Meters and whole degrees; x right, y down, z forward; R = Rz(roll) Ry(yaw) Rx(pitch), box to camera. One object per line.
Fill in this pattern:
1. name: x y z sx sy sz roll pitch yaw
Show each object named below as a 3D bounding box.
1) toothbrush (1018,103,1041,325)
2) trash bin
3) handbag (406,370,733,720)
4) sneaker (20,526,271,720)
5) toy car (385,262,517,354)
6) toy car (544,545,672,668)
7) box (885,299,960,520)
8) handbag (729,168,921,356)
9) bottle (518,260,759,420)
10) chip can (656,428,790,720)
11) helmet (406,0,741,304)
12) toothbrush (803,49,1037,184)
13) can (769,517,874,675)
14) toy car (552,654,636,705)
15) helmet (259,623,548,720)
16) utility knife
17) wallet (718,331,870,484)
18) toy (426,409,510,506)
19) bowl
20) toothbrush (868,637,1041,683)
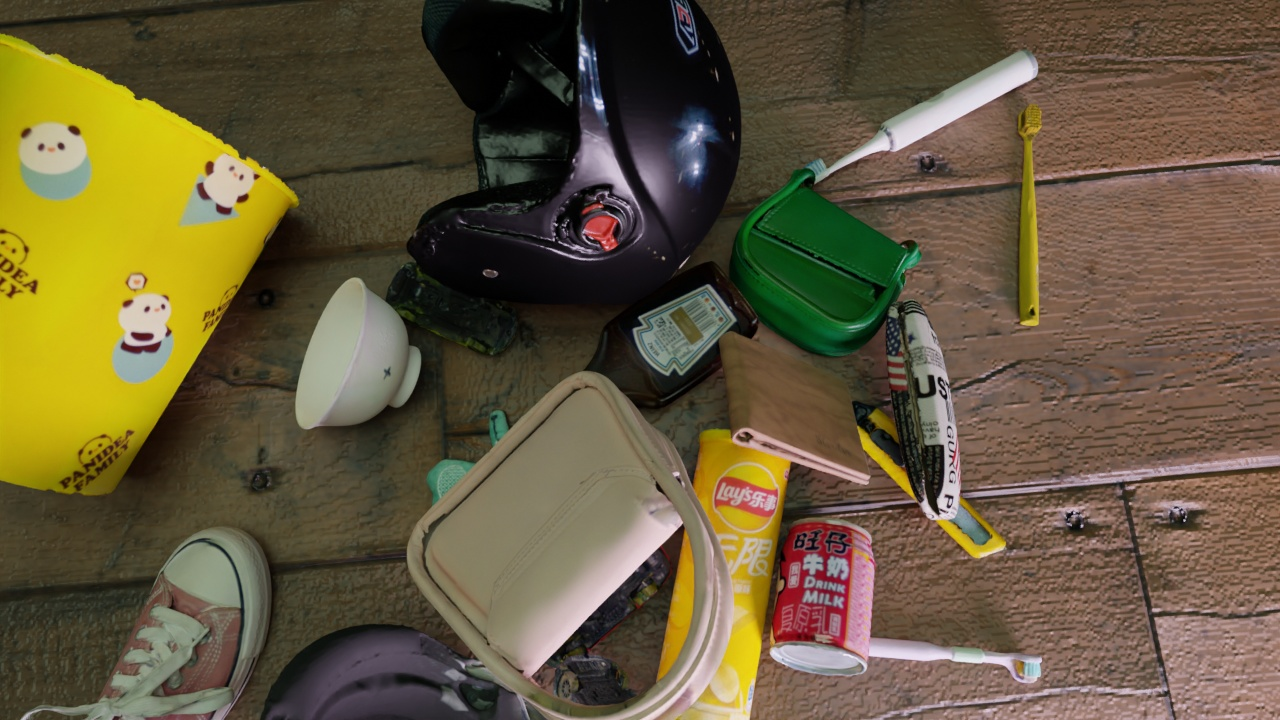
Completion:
1. toothbrush: 0.316 -0.121 0.743 0.016 0.017 0.190 6 76 3
2. trash bin: -0.407 -0.057 0.651 0.229 0.229 0.255 23 83 7
3. handbag: -0.033 0.132 0.583 0.193 0.093 0.234 -47 38 -2
4. sneaker: -0.337 0.231 0.635 0.118 0.088 0.240 19 78 7
5. toy car: -0.149 -0.039 0.729 0.105 0.032 0.048 23 77 -4
6. toy car: -0.030 0.171 0.663 0.120 0.045 0.053 -40 78 5
7. box: 0.209 0.034 0.665 0.052 0.069 0.164 -10 75 12
8. handbag: 0.142 -0.076 0.716 0.131 0.068 0.120 37 72 11
9. bottle: -0.004 0.004 0.708 0.194 0.044 0.080 -35 77 -6
10. chip can: 0.058 0.159 0.650 0.072 0.072 0.213 11 76 4
11. helmet: -0.039 -0.159 0.640 0.230 0.276 0.233 8 61 -25
12. toothbrush: 0.230 -0.198 0.762 0.221 0.027 0.026 -28 98 -5
13. can: 0.128 0.164 0.641 0.066 0.067 0.093 11 59 4
14. toy car: -0.018 0.244 0.599 0.120 0.054 0.037 50 121 45
15. helmet: -0.132 0.309 0.559 0.274 0.229 0.157 36 110 1
16. utility knife: 0.214 0.089 0.693 0.033 0.015 0.156 -43 78 -6
17. wallet: 0.111 0.034 0.664 0.115 0.020 0.101 19 39 -19
18. toy: -0.117 0.087 0.698 0.092 0.030 0.096 -14 68 -7
19. bowl: -0.207 0.003 0.695 0.064 0.118 0.118 21 73 -34
20. toothbrush: 0.189 0.211 0.661 0.189 0.029 0.021 5 35 5
